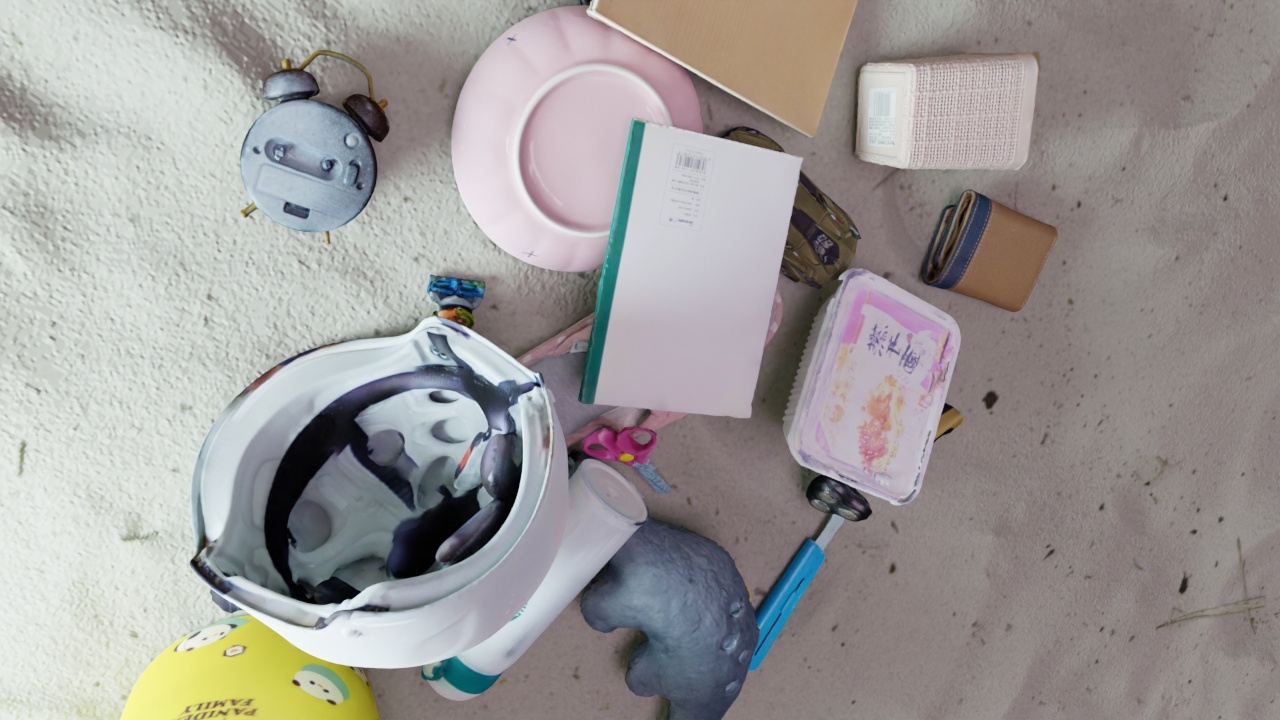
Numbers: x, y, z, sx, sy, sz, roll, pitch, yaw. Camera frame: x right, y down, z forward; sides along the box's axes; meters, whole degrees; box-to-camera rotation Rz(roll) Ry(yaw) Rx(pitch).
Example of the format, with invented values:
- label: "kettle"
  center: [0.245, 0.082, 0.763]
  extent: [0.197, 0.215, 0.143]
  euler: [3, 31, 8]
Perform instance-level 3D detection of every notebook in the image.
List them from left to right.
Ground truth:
- label: "notebook"
  center: [0.040, -0.062, 0.689]
  extent: [0.150, 0.012, 0.209]
  euler: [6, 101, -27]
- label: "notebook"
  center: [0.073, -0.273, 0.662]
  extent: [0.211, 0.012, 0.149]
  euler: [18, 91, -33]

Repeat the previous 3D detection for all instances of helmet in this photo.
- label: "helmet"
  center: [-0.157, 0.097, 0.609]
  extent: [0.228, 0.259, 0.146]
  euler: [-57, 142, -32]

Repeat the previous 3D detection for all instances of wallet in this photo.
- label: "wallet"
  center: [0.318, -0.097, 0.833]
  extent: [0.115, 0.033, 0.090]
  euler: [13, 105, -26]

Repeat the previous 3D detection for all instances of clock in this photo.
- label: "clock"
  center: [-0.211, -0.140, 0.597]
  extent: [0.082, 0.055, 0.122]
  euler: [18, 100, -25]

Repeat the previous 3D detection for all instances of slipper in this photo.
- label: "slipper"
  center: [-0.004, 0.004, 0.727]
  extent: [0.274, 0.054, 0.114]
  euler: [-25, 115, -11]

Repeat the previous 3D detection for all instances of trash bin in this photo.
- label: "trash bin"
  center: [-0.265, 0.318, 0.617]
  extent: [0.229, 0.255, 0.230]
  euler: [-7, 110, -20]

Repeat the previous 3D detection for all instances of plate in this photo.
- label: "plate"
  center: [-0.037, -0.152, 0.661]
  extent: [0.192, 0.039, 0.193]
  euler: [-9, 115, -19]

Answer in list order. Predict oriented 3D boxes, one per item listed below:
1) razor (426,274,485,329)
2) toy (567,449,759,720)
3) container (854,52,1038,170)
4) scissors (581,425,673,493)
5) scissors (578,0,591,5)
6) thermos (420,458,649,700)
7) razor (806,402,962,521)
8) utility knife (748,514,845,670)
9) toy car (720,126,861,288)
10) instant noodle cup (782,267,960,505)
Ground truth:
- label: "razor"
  center: [-0.148, 0.008, 0.690]
  extent: [0.042, 0.022, 0.143]
  euler: [8, 105, -21]
- label: "toy"
  center: [0.029, 0.224, 0.804]
  extent: [0.138, 0.091, 0.356]
  euler: [-13, 114, 13]
- label: "container"
  center: [0.240, -0.199, 0.737]
  extent: [0.110, 0.090, 0.090]
  euler: [-7, 110, -16]
- label: "scissors"
  center: [0.004, 0.084, 0.748]
  extent: [0.064, 0.017, 0.135]
  euler: [-16, 146, 19]
- label: "scissors"
  center: [-0.026, -0.211, 0.669]
  extent: [0.142, 0.014, 0.173]
  euler: [-17, 113, -14]
- label: "thermos"
  center: [-0.090, 0.179, 0.723]
  extent: [0.073, 0.073, 0.224]
  euler: [32, 108, -27]
- label: "razor"
  center: [0.230, 0.090, 0.849]
  extent: [0.167, 0.067, 0.062]
  euler: [-30, 160, -17]
- label: "utility knife"
  center: [0.148, 0.212, 0.878]
  extent: [0.034, 0.018, 0.202]
  euler: [30, 93, -26]
- label: "toy car"
  center: [0.113, -0.121, 0.740]
  extent: [0.158, 0.042, 0.070]
  euler: [37, 91, -25]
- label: "instant noodle cup"
  center: [0.188, 0.023, 0.782]
  extent: [0.138, 0.060, 0.173]
  euler: [24, 76, -22]
